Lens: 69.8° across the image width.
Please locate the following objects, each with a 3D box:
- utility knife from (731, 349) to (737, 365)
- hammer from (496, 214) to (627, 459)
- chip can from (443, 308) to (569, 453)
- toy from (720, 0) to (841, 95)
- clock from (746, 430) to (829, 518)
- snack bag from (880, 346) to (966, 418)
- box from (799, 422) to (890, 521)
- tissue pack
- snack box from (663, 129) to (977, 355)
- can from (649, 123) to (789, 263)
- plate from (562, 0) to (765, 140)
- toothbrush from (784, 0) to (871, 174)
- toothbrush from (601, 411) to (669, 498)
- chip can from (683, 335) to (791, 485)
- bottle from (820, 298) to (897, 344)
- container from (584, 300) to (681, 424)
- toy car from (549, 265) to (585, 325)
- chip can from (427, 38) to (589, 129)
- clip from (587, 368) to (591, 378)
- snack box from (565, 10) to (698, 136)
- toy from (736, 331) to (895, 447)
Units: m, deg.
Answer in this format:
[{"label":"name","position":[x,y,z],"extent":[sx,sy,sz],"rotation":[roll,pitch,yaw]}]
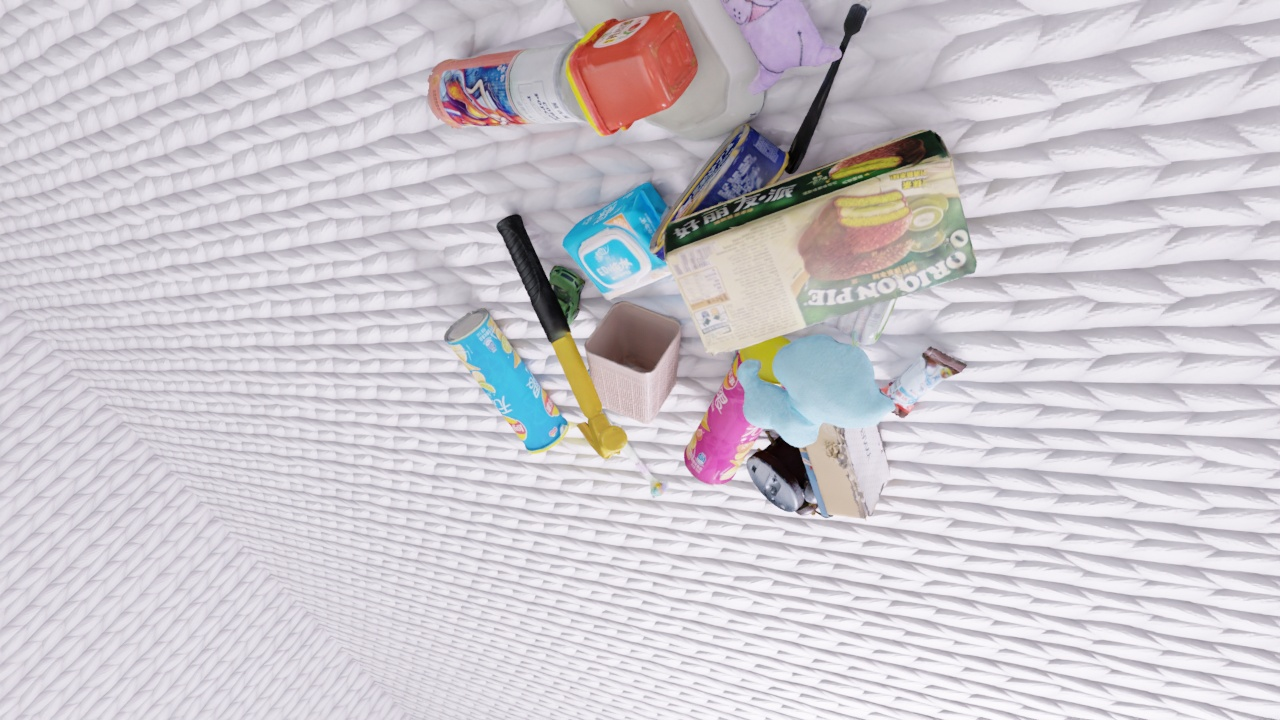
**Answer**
[{"label":"utility knife","position":[0.106,0.048,1.101],"extent":[0.029,0.013,0.216],"rotation":[21,141,13]},{"label":"hammer","position":[-0.092,-0.027,1.054],"extent":[0.300,0.032,0.129],"rotation":[66,167,3]},{"label":"chip can","position":[-0.182,0.031,1.264],"extent":[0.071,0.071,0.210],"rotation":[-6,127,42]},{"label":"toy","position":[0.100,-0.271,0.725],"extent":[0.084,0.038,0.108],"rotation":[-17,116,38]},{"label":"clock","position":[0.180,0.142,1.086],"extent":[0.122,0.055,0.082],"rotation":[46,158,18]},{"label":"snack bag","position":[0.278,0.022,0.924],"extent":[0.048,0.026,0.104],"rotation":[27,145,-8]},{"label":"box","position":[0.220,0.094,0.996],"extent":[0.061,0.089,0.184],"rotation":[5,129,34]},{"label":"tissue pack","position":[-0.013,-0.122,0.965],"extent":[0.140,0.063,0.090],"rotation":[-18,118,48]},{"label":"snack box","position":[0.149,-0.096,0.777],"extent":[0.240,0.063,0.114],"rotation":[-19,123,15]},{"label":"can","position":[0.069,-0.142,0.835],"extent":[0.049,0.074,0.148],"rotation":[33,117,-14]},{"label":"plate","position":[0.002,-0.298,0.780],"extent":[0.162,0.034,0.266],"rotation":[-10,124,44]},{"label":"toothbrush","position":[0.152,-0.221,0.765],"extent":[0.015,0.018,0.181],"rotation":[35,146,11]},{"label":"toothbrush","position":[-0.023,0.119,1.281],"extent":[0.189,0.029,0.020],"rotation":[53,-178,-19]},{"label":"chip can","position":[0.113,0.060,1.045],"extent":[0.071,0.071,0.211],"rotation":[31,139,7]},{"label":"bottle","position":[0.145,-0.082,0.883],"extent":[0.197,0.068,0.068],"rotation":[25,143,19]},{"label":"container","position":[-0.006,0.006,1.086],"extent":[0.090,0.089,0.111],"rotation":[21,145,19]},{"label":"toy car","position":[-0.095,-0.075,1.109],"extent":[0.043,0.036,0.091],"rotation":[29,140,11]},{"label":"chip can","position":[-0.116,-0.256,0.861],"extent":[0.215,0.071,0.071],"rotation":[13,140,45]},{"label":"clip","position":[-0.069,0.030,1.222],"extent":[0.042,0.014,0.056],"rotation":[12,139,30]},{"label":"snack box","position":[-0.003,-0.237,0.750],"extent":[0.080,0.091,0.082],"rotation":[-5,128,33]},{"label":"toy","position":[0.166,0.028,0.888],"extent":[0.161,0.049,0.157],"rotation":[31,135,24]}]
